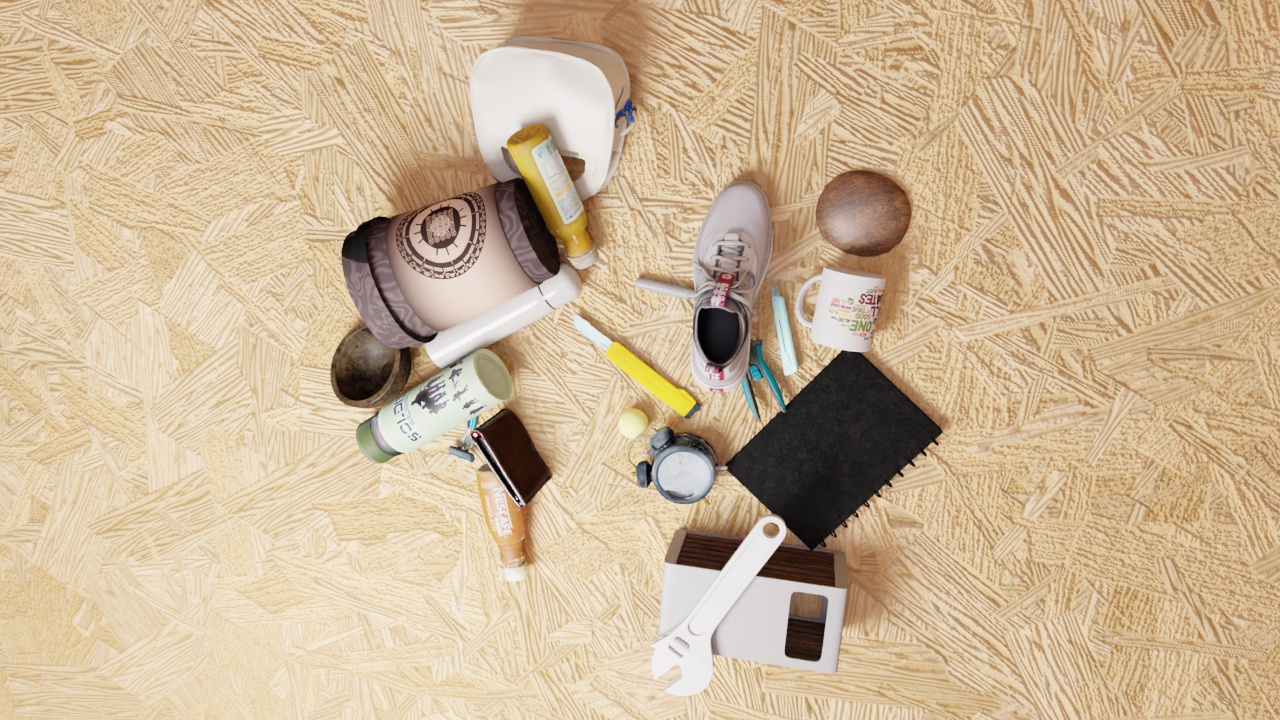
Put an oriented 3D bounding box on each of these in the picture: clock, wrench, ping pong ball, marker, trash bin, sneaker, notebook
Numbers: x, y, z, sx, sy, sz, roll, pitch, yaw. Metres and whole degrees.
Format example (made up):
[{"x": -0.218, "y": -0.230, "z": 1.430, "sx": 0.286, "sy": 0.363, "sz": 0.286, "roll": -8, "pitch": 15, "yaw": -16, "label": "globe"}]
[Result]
[{"x": 0.045, "y": 0.138, "z": 1.209, "sx": 0.129, "sy": 0.052, "sz": 0.090, "roll": 24, "pitch": 105, "yaw": 2, "label": "clock"}, {"x": 0.103, "y": 0.306, "z": 1.135, "sx": 0.087, "sy": 0.018, "sz": 0.274, "roll": 35, "pitch": 105, "yaw": 2, "label": "wrench"}, {"x": -0.009, "y": 0.084, "z": 1.217, "sx": 0.040, "sy": 0.040, "sz": 0.040, "roll": 2, "pitch": 102, "yaw": 10, "label": "ping pong ball"}, {"x": 0.063, "y": -0.086, "z": 1.179, "sx": 0.140, "sy": 0.016, "sz": 0.016, "roll": 14, "pitch": 104, "yaw": 8, "label": "marker"}, {"x": 0.146, "y": 0.310, "z": 1.197, "sx": 0.229, "sy": 0.114, "sz": 0.114, "roll": 6, "pitch": 103, "yaw": 10, "label": "trash bin"}, {"x": 0.103, "y": -0.095, "z": 1.101, "sx": 0.097, "sy": 0.128, "sz": 0.263, "roll": 8, "pitch": 86, "yaw": 7, "label": "sneaker"}, {"x": 0.249, "y": 0.118, "z": 1.185, "sx": 0.169, "sy": 0.019, "sz": 0.232, "roll": 44, "pitch": 106, "yaw": 1, "label": "notebook"}]

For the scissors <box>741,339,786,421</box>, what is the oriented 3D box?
[{"x": 0.147, "y": 0.007, "z": 1.179, "sx": 0.148, "sy": 0.019, "sz": 0.132, "roll": 23, "pitch": 100, "yaw": 12, "label": "scissors"}]

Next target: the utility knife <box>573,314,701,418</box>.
[{"x": -0.007, "y": 0.007, "z": 1.211, "sx": 0.206, "sy": 0.018, "sz": 0.030, "roll": 37, "pitch": 100, "yaw": -4, "label": "utility knife"}]

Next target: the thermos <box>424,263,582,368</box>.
[{"x": -0.180, "y": -0.060, "z": 1.212, "sx": 0.224, "sy": 0.052, "sz": 0.052, "roll": -26, "pitch": 96, "yaw": 15, "label": "thermos"}]

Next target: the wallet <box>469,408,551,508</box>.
[{"x": -0.170, "y": 0.128, "z": 1.228, "sx": 0.031, "sy": 0.099, "sz": 0.120, "roll": -30, "pitch": 95, "yaw": 22, "label": "wallet"}]

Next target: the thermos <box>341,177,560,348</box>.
[{"x": -0.230, "y": -0.127, "z": 1.149, "sx": 0.226, "sy": 0.172, "sz": 0.173, "roll": -20, "pitch": 98, "yaw": 12, "label": "thermos"}]

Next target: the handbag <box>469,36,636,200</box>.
[{"x": -0.107, "y": -0.295, "z": 1.140, "sx": 0.201, "sy": 0.092, "sz": 0.200, "roll": 12, "pitch": 124, "yaw": 8, "label": "handbag"}]

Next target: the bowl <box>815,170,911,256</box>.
[{"x": 0.271, "y": -0.177, "z": 1.113, "sx": 0.114, "sy": 0.026, "sz": 0.102, "roll": 20, "pitch": 105, "yaw": 6, "label": "bowl"}]

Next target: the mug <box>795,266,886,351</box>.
[{"x": 0.240, "y": -0.067, "z": 1.125, "sx": 0.105, "sy": 0.073, "sz": 0.090, "roll": 18, "pitch": 106, "yaw": 33, "label": "mug"}]

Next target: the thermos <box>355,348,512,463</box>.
[{"x": -0.284, "y": 0.065, "z": 1.241, "sx": 0.232, "sy": 0.082, "sz": 0.082, "roll": -28, "pitch": 95, "yaw": 24, "label": "thermos"}]

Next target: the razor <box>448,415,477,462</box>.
[{"x": -0.231, "y": 0.067, "z": 1.268, "sx": 0.042, "sy": 0.022, "sz": 0.144, "roll": 17, "pitch": 100, "yaw": 22, "label": "razor"}]

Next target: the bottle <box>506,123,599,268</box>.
[{"x": -0.103, "y": -0.198, "z": 1.134, "sx": 0.053, "sy": 0.053, "sz": 0.186, "roll": -16, "pitch": 126, "yaw": 14, "label": "bottle"}]

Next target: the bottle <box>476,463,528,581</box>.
[{"x": -0.185, "y": 0.224, "z": 1.271, "sx": 0.059, "sy": 0.059, "sz": 0.167, "roll": -7, "pitch": 101, "yaw": 12, "label": "bottle"}]

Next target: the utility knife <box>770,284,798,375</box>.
[{"x": 0.182, "y": -0.040, "z": 1.167, "sx": 0.022, "sy": 0.015, "sz": 0.120, "roll": -4, "pitch": 102, "yaw": 44, "label": "utility knife"}]

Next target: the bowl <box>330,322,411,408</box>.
[{"x": -0.358, "y": 0.011, "z": 1.252, "sx": 0.121, "sy": 0.056, "sz": 0.121, "roll": -9, "pitch": 70, "yaw": 25, "label": "bowl"}]
